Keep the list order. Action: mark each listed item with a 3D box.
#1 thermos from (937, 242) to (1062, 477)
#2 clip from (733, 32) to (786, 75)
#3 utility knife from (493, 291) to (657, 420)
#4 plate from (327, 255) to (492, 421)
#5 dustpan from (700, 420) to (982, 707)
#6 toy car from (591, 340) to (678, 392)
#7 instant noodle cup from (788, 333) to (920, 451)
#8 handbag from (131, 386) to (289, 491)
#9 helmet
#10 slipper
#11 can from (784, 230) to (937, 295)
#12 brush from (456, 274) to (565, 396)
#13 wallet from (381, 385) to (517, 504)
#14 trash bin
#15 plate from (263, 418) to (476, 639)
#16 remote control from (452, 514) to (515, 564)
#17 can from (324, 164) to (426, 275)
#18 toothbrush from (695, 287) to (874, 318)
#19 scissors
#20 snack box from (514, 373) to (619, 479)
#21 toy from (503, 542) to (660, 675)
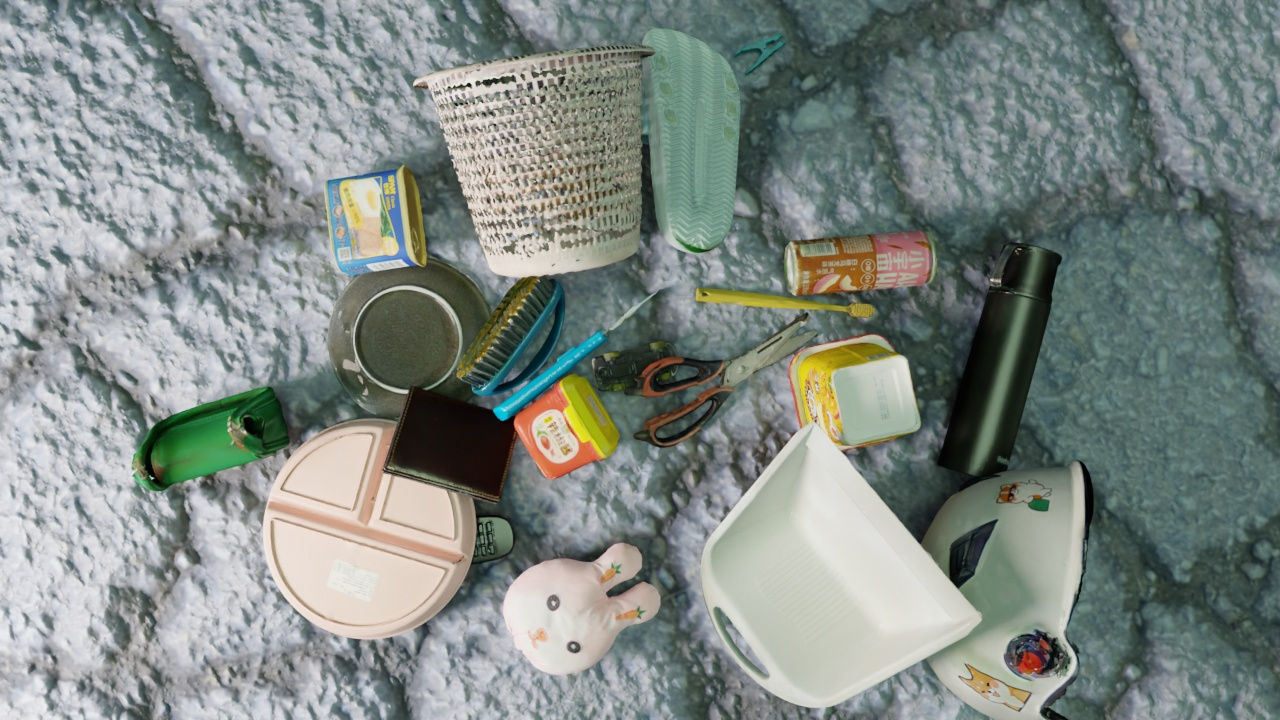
[{"bbox_3d":[0.365,0.000,0.949,0.089,0.068,0.242,13,91,-37],"label":"thermos"},{"bbox_3d":[0.127,-0.326,0.967,0.055,0.013,0.038,-32,93,-1],"label":"clip"},{"bbox_3d":[-0.063,-0.008,0.957,0.216,0.034,0.018,-38,96,-8],"label":"utility knife"},{"bbox_3d":[-0.242,-0.022,0.964,0.179,0.024,0.179,0,92,-1],"label":"plate"},{"bbox_3d":[0.157,0.223,0.881,0.142,0.258,0.222,-33,71,-16],"label":"dustpan"},{"bbox_3d":[-0.006,0.006,0.963,0.090,0.035,0.042,-12,95,-12],"label":"toy car"},{"bbox_3d":[0.221,0.036,0.924,0.116,0.123,0.116,-12,92,-1],"label":"instant noodle cup"},{"bbox_3d":[-0.426,0.078,0.916,0.131,0.120,0.068,-17,97,-3],"label":"handbag"},{"bbox_3d":[0.342,0.221,0.890,0.157,0.229,0.274,2,125,22],"label":"helmet"},{"bbox_3d":[0.045,-0.221,0.934,0.104,0.074,0.245,4,75,-23],"label":"slipper"},{"bbox_3d":[0.227,-0.101,0.953,0.147,0.058,0.058,-5,92,-1],"label":"can"},{"bbox_3d":[-0.125,-0.022,0.950,0.073,0.055,0.143,39,83,-29],"label":"brush"},{"bbox_3d":[-0.191,0.086,0.942,0.122,0.020,0.096,18,67,-13],"label":"wallet"},{"bbox_3d":[-0.086,-0.187,0.881,0.227,0.227,0.192,-8,104,-1],"label":"trash bin"},{"bbox_3d":[-0.285,0.174,0.950,0.229,0.028,0.229,0,86,5],"label":"plate"},{"bbox_3d":[-0.199,0.192,0.970,0.136,0.024,0.053,-7,90,2],"label":"remote control"},{"bbox_3d":[-0.271,-0.142,0.940,0.083,0.057,0.102,-8,85,2],"label":"can"},{"bbox_3d":[0.154,-0.062,0.973,0.190,0.016,0.015,6,91,-1],"label":"toothbrush"},{"bbox_3d":[0.083,0.009,0.959,0.204,0.015,0.203,17,105,-24],"label":"scissors"},{"bbox_3d":[-0.077,0.070,0.946,0.080,0.082,0.091,-31,91,13],"label":"snack box"},{"bbox_3d":[-0.062,0.257,0.964,0.159,0.054,0.121,-27,92,-8],"label":"toy"}]
